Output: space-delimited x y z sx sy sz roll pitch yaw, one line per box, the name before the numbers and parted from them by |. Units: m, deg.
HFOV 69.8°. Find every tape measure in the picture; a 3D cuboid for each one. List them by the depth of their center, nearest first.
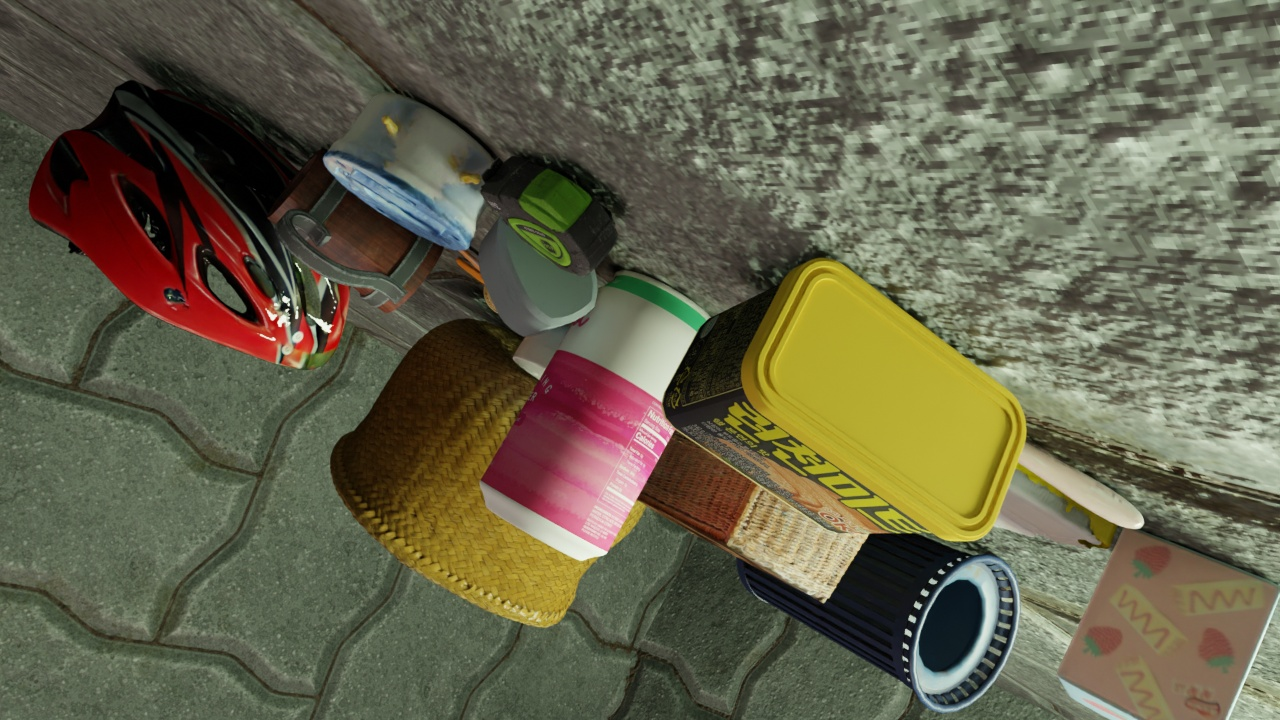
tape measure | -0.041 -0.074 0.466 0.066 0.035 0.059 26 161 40

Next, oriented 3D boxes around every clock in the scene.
clock | -0.128 -0.102 0.516 0.089 0.052 0.125 32 170 -19

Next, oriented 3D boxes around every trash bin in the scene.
trash bin | 0.211 0.211 0.877 0.139 0.139 0.250 36 170 -33

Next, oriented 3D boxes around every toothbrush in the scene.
toothbrush | 0.177 0.036 0.455 0.181 0.015 0.018 31 164 -5

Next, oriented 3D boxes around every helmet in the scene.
helmet | -0.353 -0.105 0.766 0.272 0.167 0.217 42 -172 -6

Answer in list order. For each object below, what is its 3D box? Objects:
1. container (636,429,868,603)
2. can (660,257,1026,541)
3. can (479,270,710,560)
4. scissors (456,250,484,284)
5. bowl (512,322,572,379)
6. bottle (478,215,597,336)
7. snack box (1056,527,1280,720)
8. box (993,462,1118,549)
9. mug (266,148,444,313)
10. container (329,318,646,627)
container | 0.078 0.086 0.696 0.113 0.112 0.199 35 170 -27
can | 0.088 0.025 0.423 0.131 0.072 0.101 34 159 -13
can | -0.024 0.034 0.566 0.088 0.165 0.088 29 170 5
scissors | -0.121 -0.064 0.771 0.128 0.011 0.125 29 168 45
bowl | -0.058 0.002 0.829 0.105 0.054 0.105 27 169 6
bottle | -0.072 -0.052 0.579 0.072 0.046 0.161 66 164 -5
snack box | 0.292 0.160 0.513 0.079 0.094 0.093 22 168 35
box | 0.166 0.052 0.547 0.209 0.023 0.127 30 168 -10
mug | -0.217 -0.090 0.690 0.111 0.082 0.117 39 -157 -28
container | -0.137 0.095 0.957 0.307 0.197 0.306 34 -171 -6
